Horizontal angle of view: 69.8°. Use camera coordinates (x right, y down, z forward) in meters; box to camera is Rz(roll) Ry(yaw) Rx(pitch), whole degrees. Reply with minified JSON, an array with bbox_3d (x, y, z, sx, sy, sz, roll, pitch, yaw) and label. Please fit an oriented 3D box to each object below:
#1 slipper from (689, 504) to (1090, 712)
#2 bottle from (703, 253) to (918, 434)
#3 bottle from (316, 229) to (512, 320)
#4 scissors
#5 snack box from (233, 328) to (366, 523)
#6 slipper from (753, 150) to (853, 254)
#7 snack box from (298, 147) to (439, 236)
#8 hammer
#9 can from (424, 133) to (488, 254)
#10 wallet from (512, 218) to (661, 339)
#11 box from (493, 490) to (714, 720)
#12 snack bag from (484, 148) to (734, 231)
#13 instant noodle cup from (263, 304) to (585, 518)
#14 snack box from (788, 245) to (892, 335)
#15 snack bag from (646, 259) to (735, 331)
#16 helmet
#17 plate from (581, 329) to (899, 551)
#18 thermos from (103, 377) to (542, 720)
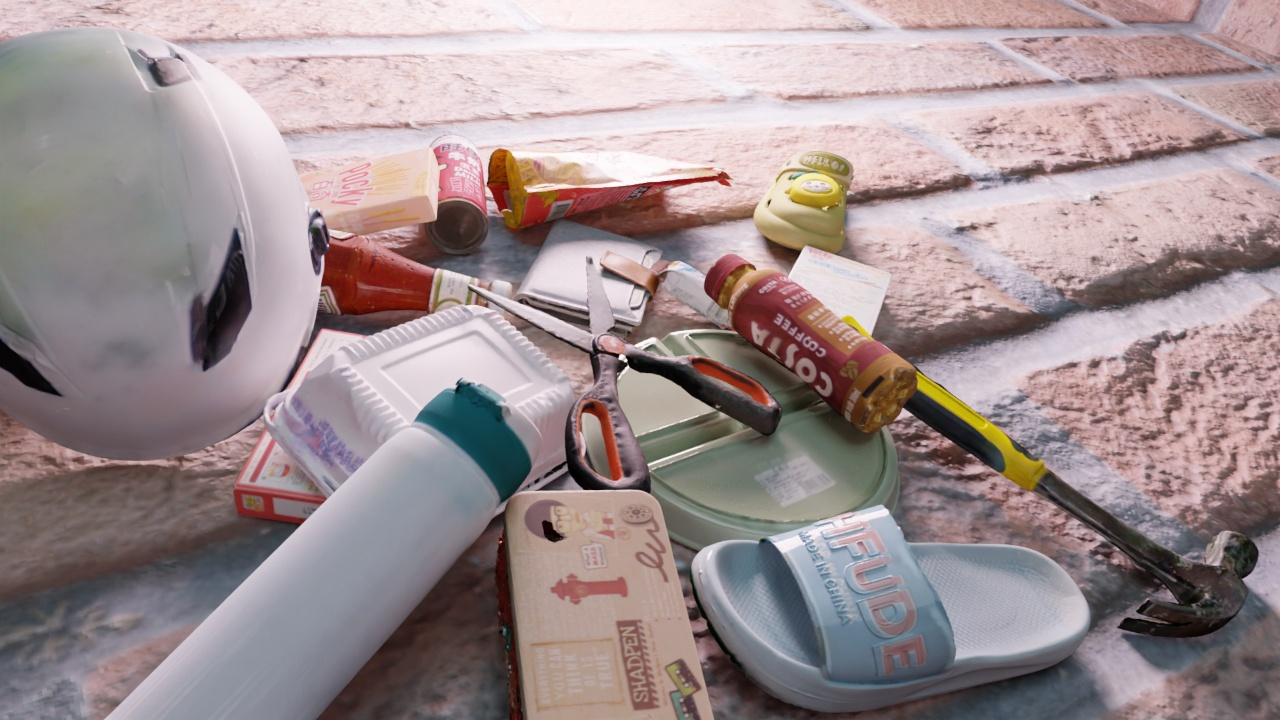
[{"bbox_3d":[0.150,0.132,0.517,0.245,0.074,0.104,2,39,-16],"label":"slipper"},{"bbox_3d":[0.118,-0.019,0.674,0.057,0.058,0.175,-21,48,-36],"label":"bottle"},{"bbox_3d":[-0.200,-0.060,0.683,0.206,0.060,0.059,11,36,-9],"label":"bottle"},{"bbox_3d":[-0.004,0.004,0.594,0.220,0.022,0.230,14,39,-23],"label":"scissors"},{"bbox_3d":[-0.188,0.039,0.580,0.077,0.027,0.155,10,37,-4],"label":"snack box"},{"bbox_3d":[0.169,-0.174,0.924,0.092,0.082,0.190,14,34,7],"label":"slipper"},{"bbox_3d":[-0.244,-0.129,0.746,0.157,0.026,0.084,-12,40,0],"label":"snack box"},{"bbox_3d":[0.262,0.070,0.647,0.323,0.032,0.125,38,44,22],"label":"hammer"},{"bbox_3d":[-0.165,-0.151,0.815,0.053,0.053,0.132,2,38,-14],"label":"can"},{"bbox_3d":[-0.037,-0.072,0.763,0.106,0.037,0.129,14,37,3],"label":"wallet"},{"bbox_3d":[-0.025,0.152,0.449,0.091,0.078,0.168,1,44,-16],"label":"box"},{"bbox_3d":[-0.031,-0.168,0.859,0.207,0.073,0.129,-11,16,-27],"label":"snack bag"},{"bbox_3d":[-0.117,0.028,0.555,0.138,0.060,0.173,41,37,17],"label":"instant noodle cup"},{"bbox_3d":[0.161,-0.044,0.792,0.085,0.027,0.156,21,37,12],"label":"snack box"},{"bbox_3d":[0.054,-0.053,0.762,0.104,0.026,0.048,35,28,2],"label":"snack bag"},{"bbox_3d":[-0.303,-0.083,0.524,0.228,0.146,0.258,-13,72,-16],"label":"helmet"},{"bbox_3d":[0.074,0.048,0.645,0.230,0.028,0.229,7,37,-6],"label":"plate"},{"bbox_3d":[-0.133,0.100,0.422,0.073,0.073,0.223,30,61,22],"label":"thermos"}]
